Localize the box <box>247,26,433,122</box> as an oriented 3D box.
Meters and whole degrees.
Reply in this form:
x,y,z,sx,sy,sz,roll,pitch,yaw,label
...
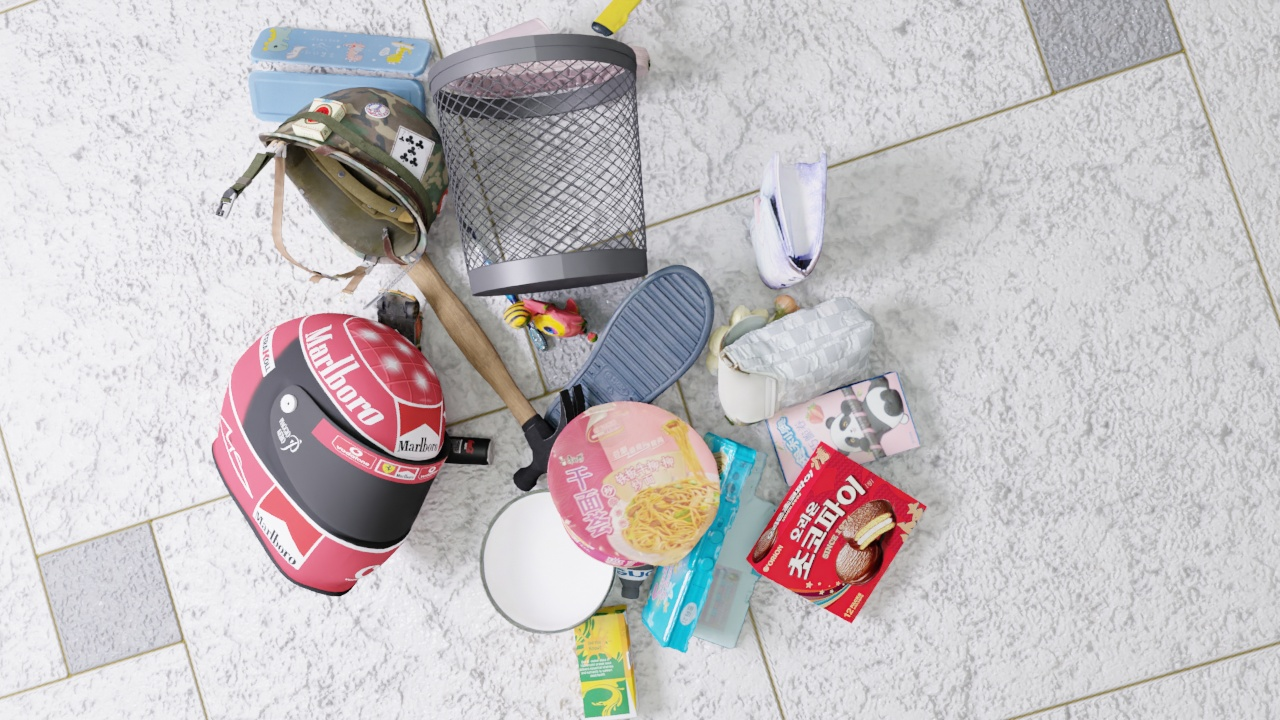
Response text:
x,y,z,sx,sy,sz,roll,pitch,yaw,label
-0.351,-0.331,1.068,0.209,0.047,0.122,5,90,3,box

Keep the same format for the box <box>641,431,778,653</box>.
x,y,z,sx,sy,sz,roll,pitch,yaw,label
0.097,0.206,1.009,0.117,0.097,0.226,20,89,-17,box

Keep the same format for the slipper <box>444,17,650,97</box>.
x,y,z,sx,sy,sz,roll,pitch,yaw,label
-0.110,-0.342,1.028,0.239,0.094,0.064,-5,92,-2,slipper

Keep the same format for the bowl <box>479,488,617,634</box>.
x,y,z,sx,sy,sz,roll,pitch,yaw,label
-0.095,0.221,1.014,0.153,0.073,0.153,-2,78,10,bowl

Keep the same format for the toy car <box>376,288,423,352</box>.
x,y,z,sx,sy,sz,roll,pitch,yaw,label
-0.272,-0.041,1.049,0.047,0.047,0.112,12,129,2,toy car

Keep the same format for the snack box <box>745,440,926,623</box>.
x,y,z,sx,sy,sz,roll,pitch,yaw,label
0.212,0.186,0.992,0.132,0.036,0.152,31,92,-18,snack box

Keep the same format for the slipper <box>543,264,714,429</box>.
x,y,z,sx,sy,sz,roll,pitch,yaw,label
-0.006,0.006,1.023,0.101,0.082,0.264,43,111,8,slipper

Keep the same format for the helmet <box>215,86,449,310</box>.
x,y,z,sx,sy,sz,roll,pitch,yaw,label
-0.311,-0.181,0.979,0.236,0.193,0.224,-43,52,-15,helmet

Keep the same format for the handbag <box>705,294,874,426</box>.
x,y,z,sx,sy,sz,roll,pitch,yaw,label
0.159,-0.014,0.992,0.171,0.113,0.123,-20,53,-8,handbag

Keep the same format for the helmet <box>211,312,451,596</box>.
x,y,z,sx,sy,sz,roll,pitch,yaw,label
-0.313,0.073,0.970,0.225,0.197,0.271,-44,69,15,helmet

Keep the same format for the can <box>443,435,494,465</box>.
x,y,z,sx,sy,sz,roll,pitch,yaw,label
-0.210,0.103,1.053,0.080,0.031,0.031,3,89,4,can

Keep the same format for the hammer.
x,y,z,sx,sy,sz,roll,pitch,yaw,label
-0.176,-0.009,1.034,0.133,0.040,0.305,-43,78,31,hammer

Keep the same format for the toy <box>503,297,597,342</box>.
x,y,z,sx,sy,sz,roll,pitch,yaw,label
-0.101,-0.048,1.023,0.103,0.084,0.046,8,112,-22,toy

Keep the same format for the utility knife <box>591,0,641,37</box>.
x,y,z,sx,sy,sz,roll,pitch,yaw,label
0.019,-0.438,1.026,0.030,0.019,0.227,34,74,9,utility knife

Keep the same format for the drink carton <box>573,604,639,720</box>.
x,y,z,sx,sy,sz,roll,pitch,yaw,label
-0.039,0.336,1.030,0.058,0.041,0.122,-7,89,4,drink carton

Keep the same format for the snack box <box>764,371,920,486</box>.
x,y,z,sx,sy,sz,roll,pitch,yaw,label
0.222,0.076,1.021,0.154,0.033,0.088,-17,88,3,snack box

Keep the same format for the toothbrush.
x,y,z,sx,sy,sz,roll,pitch,yaw,label
-0.161,-0.090,1.062,0.016,0.017,0.189,-33,87,3,toothbrush

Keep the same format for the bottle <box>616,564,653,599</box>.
x,y,z,sx,sy,sz,roll,pitch,yaw,label
-0.006,0.210,1.028,0.047,0.047,0.112,6,89,4,bottle

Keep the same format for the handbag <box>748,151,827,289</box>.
x,y,z,sx,sy,sz,roll,pitch,yaw,label
0.154,-0.143,0.970,0.069,0.158,0.126,2,89,1,handbag

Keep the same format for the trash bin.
x,y,z,sx,sy,sz,roll,pitch,yaw,label
-0.099,-0.192,0.966,0.218,0.217,0.227,-7,92,4,trash bin

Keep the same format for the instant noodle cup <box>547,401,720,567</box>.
x,y,z,sx,sy,sz,roll,pitch,yaw,label
-0.013,0.138,0.956,0.178,0.078,0.178,7,56,-10,instant noodle cup
